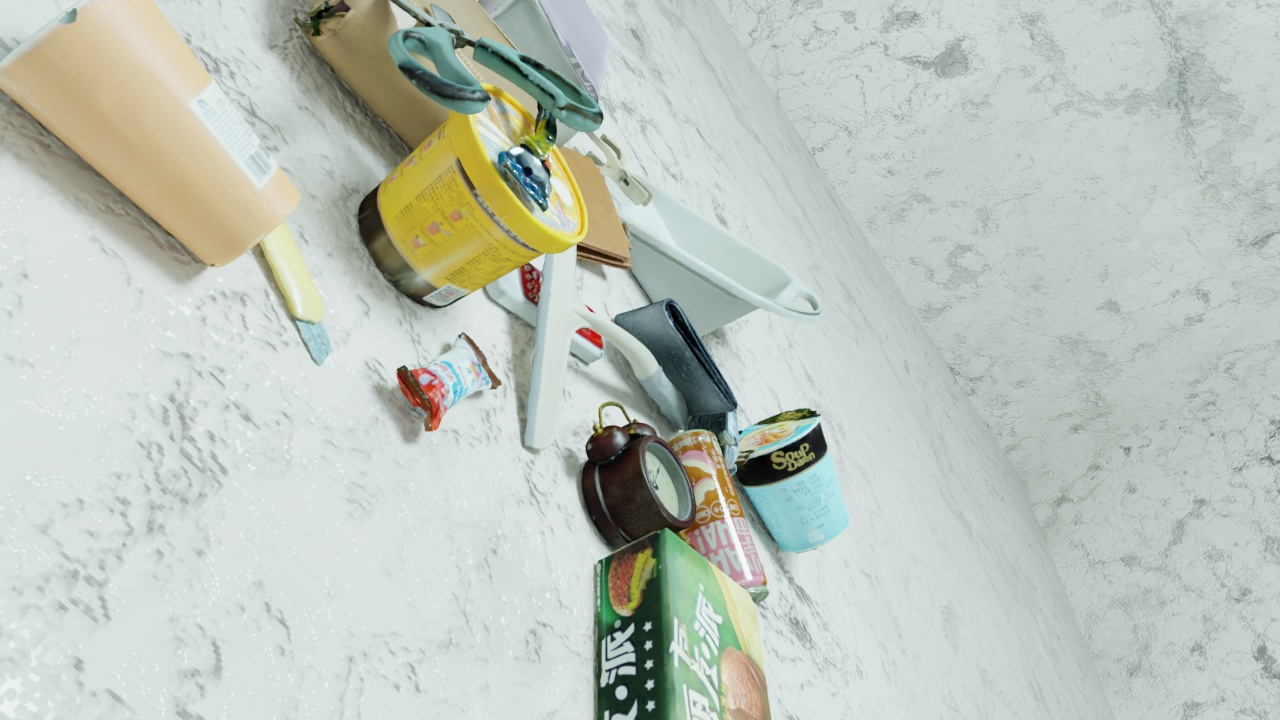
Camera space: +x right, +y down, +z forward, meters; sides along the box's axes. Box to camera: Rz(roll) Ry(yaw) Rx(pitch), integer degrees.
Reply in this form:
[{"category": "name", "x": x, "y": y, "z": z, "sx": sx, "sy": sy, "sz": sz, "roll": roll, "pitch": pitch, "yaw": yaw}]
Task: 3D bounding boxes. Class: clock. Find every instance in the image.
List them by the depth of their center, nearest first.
[{"category": "clock", "x": -0.005, "y": 0.088, "z": 0.689, "sx": 0.082, "sy": 0.055, "sz": 0.122, "roll": 1, "pitch": 64, "yaw": -64}]

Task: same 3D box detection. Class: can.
[{"category": "can", "x": 0.057, "y": 0.133, "z": 0.764, "sx": 0.058, "sy": 0.058, "sz": 0.147, "roll": 26, "pitch": 40, "yaw": -54}]

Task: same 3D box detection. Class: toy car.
[{"category": "toy car", "x": 0.068, "y": 0.072, "z": 0.868, "sx": 0.037, "sy": 0.054, "sz": 0.120, "roll": 47, "pitch": 24, "yaw": -23}]

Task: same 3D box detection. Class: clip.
[{"category": "clip", "x": -0.025, "y": -0.213, "z": 1.016, "sx": 0.104, "sy": 0.035, "sz": 0.089, "roll": 38, "pitch": 18, "yaw": -7}]

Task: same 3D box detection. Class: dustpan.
[{"category": "dustpan", "x": 0.082, "y": -0.128, "z": 1.032, "sx": 0.258, "sy": 0.143, "sz": 0.222, "roll": 60, "pitch": 22, "yaw": -4}]

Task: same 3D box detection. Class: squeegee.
[{"category": "squeegee", "x": -0.005, "y": 0.005, "z": 0.779, "sx": 0.246, "sy": 0.039, "sz": 0.246, "roll": 45, "pitch": 40, "yaw": -49}]

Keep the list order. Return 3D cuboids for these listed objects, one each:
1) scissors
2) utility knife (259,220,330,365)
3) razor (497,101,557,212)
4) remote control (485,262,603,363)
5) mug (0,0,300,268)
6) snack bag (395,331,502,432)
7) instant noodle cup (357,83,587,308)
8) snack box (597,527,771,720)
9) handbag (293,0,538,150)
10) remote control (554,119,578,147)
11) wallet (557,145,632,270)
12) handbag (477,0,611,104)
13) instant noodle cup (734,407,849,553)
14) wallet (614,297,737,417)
[{"category": "scissors", "x": -0.111, "y": -0.187, "z": 0.568, "sx": 0.174, "sy": 0.019, "sz": 0.176, "roll": 35, "pitch": 30, "yaw": 8}, {"category": "utility knife", "x": -0.209, "y": -0.078, "z": 0.512, "sx": 0.175, "sy": 0.019, "sz": 0.030, "roll": 60, "pitch": 26, "yaw": 3}, {"category": "razor", "x": -0.063, "y": -0.148, "z": 0.596, "sx": 0.042, "sy": 0.022, "sz": 0.142, "roll": 50, "pitch": 24, "yaw": -30}, {"category": "remote control", "x": -0.077, "y": -0.046, "z": 0.750, "sx": 0.136, "sy": 0.020, "sz": 0.055, "roll": 36, "pitch": 33, "yaw": -45}, {"category": "mug", "x": -0.227, "y": -0.109, "z": 0.441, "sx": 0.123, "sy": 0.078, "sz": 0.078, "roll": 52, "pitch": 23, "yaw": -29}, {"category": "snack bag", "x": -0.120, "y": 0.012, "z": 0.577, "sx": 0.045, "sy": 0.026, "sz": 0.105, "roll": 55, "pitch": 20, "yaw": -4}, {"category": "instant noodle cup", "x": -0.114, "y": -0.101, "z": 0.612, "sx": 0.118, "sy": 0.115, "sz": 0.118, "roll": 46, "pitch": 25, "yaw": -30}, {"category": "snack box", "x": 0.030, "y": 0.235, "z": 0.574, "sx": 0.114, "sy": 0.063, "sz": 0.239, "roll": 43, "pitch": 28, "yaw": -33}, {"category": "handbag", "x": -0.163, "y": -0.224, "z": 0.693, "sx": 0.204, "sy": 0.100, "sz": 0.147, "roll": 46, "pitch": 33, "yaw": -30}, {"category": "remote control", "x": -0.110, "y": -0.241, "z": 0.835, "sx": 0.135, "sy": 0.056, "sz": 0.019, "roll": 18, "pitch": 45, "yaw": -39}, {"category": "wallet", "x": -0.061, "y": -0.153, "z": 0.888, "sx": 0.107, "sy": 0.031, "sz": 0.131, "roll": 10, "pitch": 52, "yaw": -49}, {"category": "handbag", "x": -0.100, "y": -0.331, "z": 0.948, "sx": 0.145, "sy": 0.099, "sz": 0.196, "roll": 45, "pitch": 26, "yaw": -28}, {"category": "instant noodle cup", "x": 0.153, "y": 0.126, "z": 0.932, "sx": 0.120, "sy": 0.111, "sz": 0.111, "roll": 66, "pitch": 21, "yaw": -9}, {"category": "wallet", "x": 0.032, "y": 0.000, "z": 0.845, "sx": 0.019, "sy": 0.097, "sz": 0.121, "roll": -39, "pitch": 102, "yaw": -25}]
